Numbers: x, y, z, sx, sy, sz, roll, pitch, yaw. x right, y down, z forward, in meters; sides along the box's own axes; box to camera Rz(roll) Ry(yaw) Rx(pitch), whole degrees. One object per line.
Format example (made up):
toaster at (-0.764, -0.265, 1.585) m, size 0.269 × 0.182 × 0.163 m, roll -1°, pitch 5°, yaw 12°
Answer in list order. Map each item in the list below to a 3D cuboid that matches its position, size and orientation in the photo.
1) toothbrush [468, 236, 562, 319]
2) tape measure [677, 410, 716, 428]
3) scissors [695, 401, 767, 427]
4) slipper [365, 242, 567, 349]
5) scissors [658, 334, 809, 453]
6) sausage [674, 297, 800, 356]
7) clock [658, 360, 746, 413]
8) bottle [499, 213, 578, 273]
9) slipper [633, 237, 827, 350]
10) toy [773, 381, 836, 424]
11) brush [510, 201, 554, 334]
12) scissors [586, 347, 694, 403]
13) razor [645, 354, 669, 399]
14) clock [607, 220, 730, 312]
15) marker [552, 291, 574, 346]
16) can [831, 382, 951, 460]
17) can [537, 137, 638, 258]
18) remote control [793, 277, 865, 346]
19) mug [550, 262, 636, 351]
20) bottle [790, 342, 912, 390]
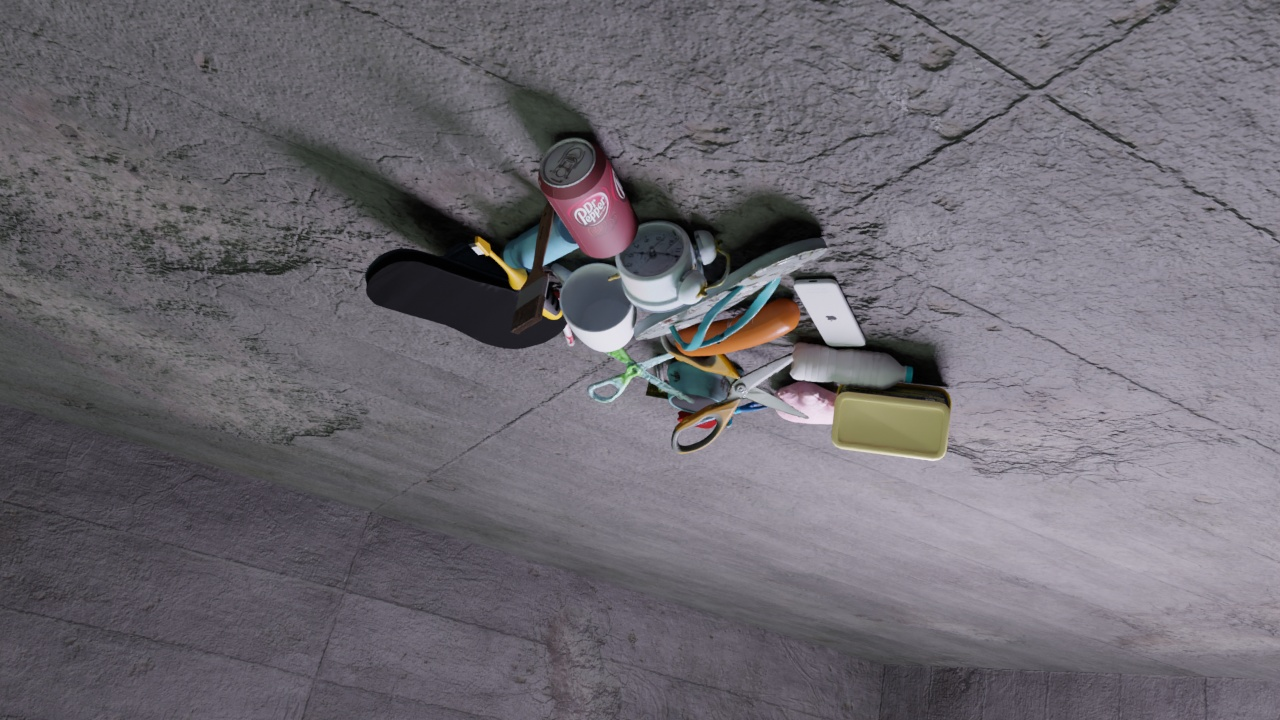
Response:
toothbrush at (-0.126, -0.084, 0.960) m, size 0.031 × 0.031 × 0.196 m, roll -9°, pitch 159°, yaw 16°
tape measure at (0.091, 0.084, 1.364) m, size 0.059 × 0.019 × 0.052 m, roll 18°, pitch 156°, yaw -30°
scissors at (0.123, 0.068, 1.250) m, size 0.140 × 0.011 × 0.134 m, roll -10°, pitch -169°, yaw 1°
slipper at (-0.191, -0.088, 1.041) m, size 0.109 × 0.083 × 0.265 m, roll -35°, pitch 146°, yaw 30°
scissors at (0.100, 0.038, 1.137) m, size 0.225 × 0.016 × 0.230 m, roll 29°, pitch 120°, yaw -10°
sausage at (0.107, -0.034, 1.029) m, size 0.165 × 0.044 × 0.039 m, roll -15°, pitch -173°, yaw 41°
clock at (0.091, 0.037, 1.208) m, size 0.124 × 0.053 × 0.090 m, roll 13°, pitch 158°, yaw -8°
bottle at (-0.107, -0.119, 0.961) m, size 0.040 × 0.040 × 0.130 m, roll 27°, pitch 154°, yaw -30°
slipper at (0.095, -0.055, 0.946) m, size 0.098 × 0.054 × 0.270 m, roll -15°, pitch 172°, yaw -39°
toy at (0.212, 0.053, 1.182) m, size 0.102 × 0.050 × 0.093 m, roll 5°, pitch 160°, yaw 27°
brush at (-0.098, -0.094, 0.879) m, size 0.008 × 0.142 × 0.045 m, roll 25°, pitch 146°, yaw -31°
scissors at (-0.008, 0.014, 1.174) m, size 0.171 × 0.024 × 0.166 m, roll 34°, pitch 123°, yaw 4°
razor at (0.027, 0.021, 1.248) m, size 0.042 × 0.026 × 0.106 m, roll 12°, pitch 154°, yaw 9°
clock at (0.031, -0.092, 0.897) m, size 0.118 × 0.083 × 0.057 m, roll 6°, pitch 151°, yaw 20°
marker at (-0.097, -0.049, 1.158) m, size 0.013 × 0.012 × 0.142 m, roll 10°, pitch 158°, yaw 8°
can at (0.296, 0.069, 1.085) m, size 0.135 × 0.075 × 0.104 m, roll 6°, pitch -172°, yaw 16°
can at (-0.046, -0.146, 0.832) m, size 0.063 × 0.063 × 0.114 m, roll 4°, pitch 156°, yaw 21°
remote control at (0.206, -0.050, 0.992) m, size 0.045 × 0.008 × 0.146 m, roll 1°, pitch 155°, yaw 28°
mug at (-0.055, -0.065, 1.032) m, size 0.114 × 0.081 × 0.088 m, roll 40°, pitch 171°, yaw 16°
bottle at (0.244, 0.008, 1.062) m, size 0.136 × 0.044 × 0.044 m, roll 8°, pitch 157°, yaw 11°
